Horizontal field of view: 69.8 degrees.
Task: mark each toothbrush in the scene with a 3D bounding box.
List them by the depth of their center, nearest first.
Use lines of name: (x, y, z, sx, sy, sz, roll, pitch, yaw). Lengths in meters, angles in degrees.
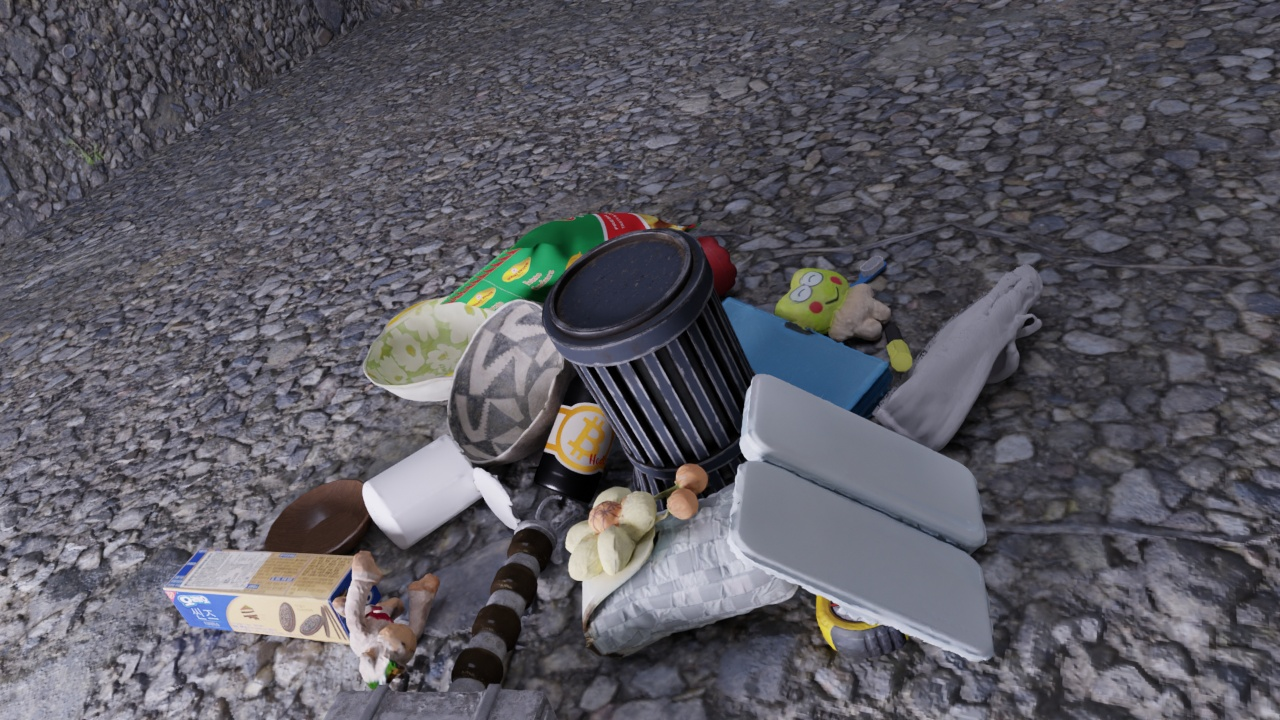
toothbrush: (0.216, -0.067, 1.011, 0.166, 0.014, 0.016, -38, 38, -24)

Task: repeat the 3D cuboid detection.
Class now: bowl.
bowl: (-0.320, 0.172, 0.934, 0.118, 0.030, 0.117, -14, 34, 9)
bowl: (-0.120, 0.032, 0.964, 0.179, 0.081, 0.178, -23, 55, 36)
bowl: (-0.236, -0.007, 1.118, 0.188, 0.060, 0.219, -34, 35, -20)

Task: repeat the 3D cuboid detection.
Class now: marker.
marker: (0.244, -0.015, 0.879, 0.017, 0.021, 0.123, -46, 2, 18)

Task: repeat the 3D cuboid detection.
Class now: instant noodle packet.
instant noodle packet: (-0.082, -0.112, 1.063, 0.252, 0.090, 0.196, -13, -6, -34)

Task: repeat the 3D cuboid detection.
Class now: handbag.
handbag: (0.030, 0.144, 0.712, 0.172, 0.123, 0.112, -20, 27, 11)

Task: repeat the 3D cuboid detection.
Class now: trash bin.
trash bin: (0.027, 0.015, 0.778, 0.164, 0.227, 0.164, -18, 39, 15)

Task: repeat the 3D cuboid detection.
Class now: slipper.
slipper: (0.302, -0.008, 0.832, 0.246, 0.074, 0.112, -43, 9, -33)

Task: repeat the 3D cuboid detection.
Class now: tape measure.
tape measure: (0.161, 0.184, 0.663, 0.066, 0.037, 0.064, -17, 33, 9)

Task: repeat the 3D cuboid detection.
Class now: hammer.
hammer: (-0.118, 0.221, 0.730, 0.177, 0.079, 0.325, -7, 30, 18)

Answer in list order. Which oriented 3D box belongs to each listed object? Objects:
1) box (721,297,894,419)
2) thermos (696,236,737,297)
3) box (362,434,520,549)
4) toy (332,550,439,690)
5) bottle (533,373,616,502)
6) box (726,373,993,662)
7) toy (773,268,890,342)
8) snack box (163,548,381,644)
box: (0.143, 0.009, 0.927, 0.093, 0.052, 0.232, -49, 40, -11)
thermos: (0.001, -0.058, 1.054, 0.239, 0.073, 0.073, -34, 36, -18)
box: (-0.191, 0.139, 0.873, 0.106, 0.080, 0.150, -34, 32, -22)
toy: (-0.218, 0.224, 0.769, 0.074, 0.085, 0.105, -35, 40, 17)
bottle: (-0.043, 0.041, 0.874, 0.059, 0.059, 0.181, 13, 79, 39)
box: (0.163, 0.108, 0.673, 0.209, 0.037, 0.188, 25, 36, -5)
toy: (0.204, -0.056, 0.965, 0.115, 0.046, 0.091, 21, 55, 23)
snack box: (-0.347, 0.219, 0.861, 0.207, 0.057, 0.056, -3, 34, 24)
